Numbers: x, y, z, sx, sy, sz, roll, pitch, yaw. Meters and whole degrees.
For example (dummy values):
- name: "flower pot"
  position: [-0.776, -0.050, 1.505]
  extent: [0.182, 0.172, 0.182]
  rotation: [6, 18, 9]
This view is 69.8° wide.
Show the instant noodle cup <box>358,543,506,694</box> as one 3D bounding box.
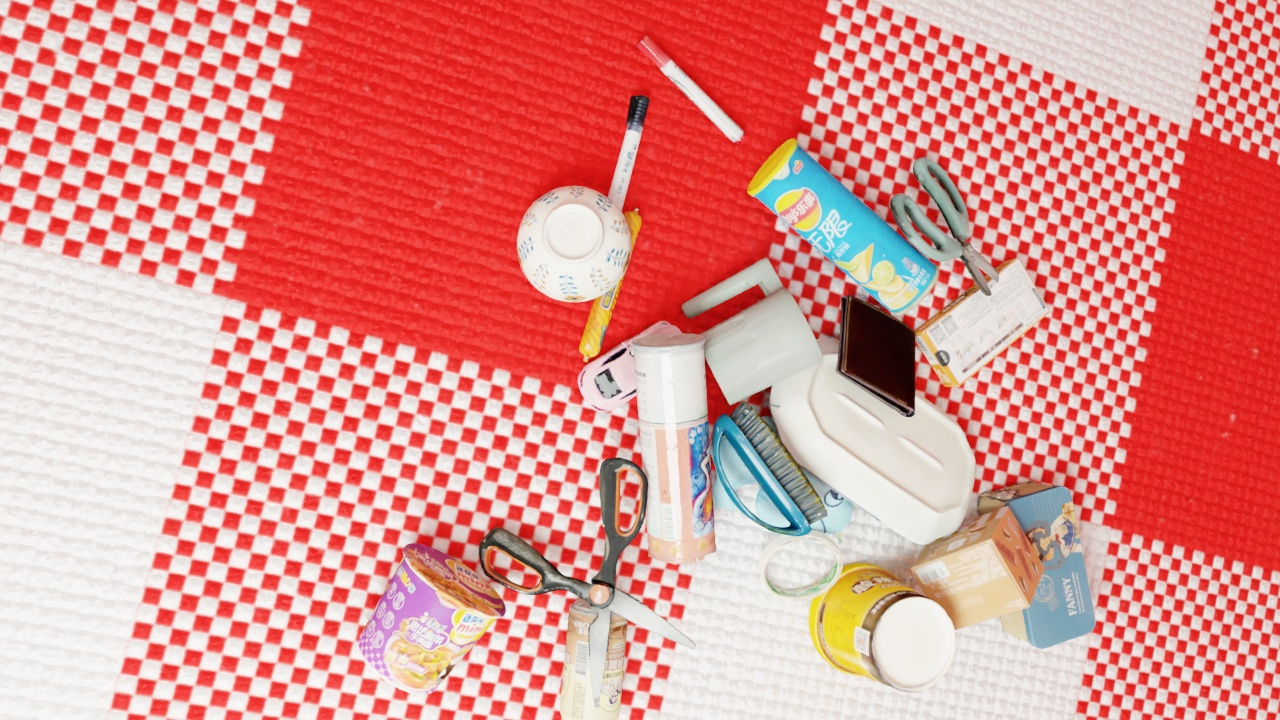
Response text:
- name: "instant noodle cup"
  position: [-0.194, 0.236, 0.828]
  extent: [0.111, 0.111, 0.099]
  rotation: [36, 89, -12]

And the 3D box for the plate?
- name: "plate"
  position: [0.255, 0.078, 0.959]
  extent: [0.265, 0.034, 0.161]
  rotation: [35, 60, -11]

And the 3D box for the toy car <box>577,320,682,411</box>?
- name: "toy car"
  position: [-0.005, 0.005, 0.917]
  extent: [0.122, 0.037, 0.056]
  rotation: [-32, 98, -15]

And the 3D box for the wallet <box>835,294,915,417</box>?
- name: "wallet"
  position: [0.248, -0.008, 0.960]
  extent: [0.096, 0.020, 0.122]
  rotation: [28, 44, -11]

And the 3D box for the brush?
- name: "brush"
  position: [0.118, 0.114, 0.898]
  extent: [0.073, 0.055, 0.144]
  rotation: [-37, 90, -6]

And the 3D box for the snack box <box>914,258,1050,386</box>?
- name: "snack box"
  position: [0.383, -0.043, 1.029]
  extent: [0.153, 0.026, 0.075]
  rotation: [-36, 97, -14]

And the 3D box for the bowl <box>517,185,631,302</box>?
- name: "bowl"
  position: [-0.063, -0.116, 0.879]
  extent: [0.113, 0.062, 0.113]
  rotation: [0, 86, -4]

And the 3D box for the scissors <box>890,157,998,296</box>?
- name: "scissors"
  position: [0.324, -0.134, 0.983]
  extent: [0.171, 0.019, 0.176]
  rotation: [-23, 85, -43]

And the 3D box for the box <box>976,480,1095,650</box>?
- name: "box"
  position: [0.440, 0.230, 1.021]
  extent: [0.089, 0.062, 0.184]
  rotation: [-15, 91, -15]

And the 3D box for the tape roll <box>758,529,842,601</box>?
- name: "tape roll"
  position: [0.166, 0.212, 0.948]
  extent: [0.086, 0.013, 0.086]
  rotation: [-2, 118, -4]

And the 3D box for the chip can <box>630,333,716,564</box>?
- name: "chip can"
  position: [0.033, 0.085, 0.888]
  extent: [0.071, 0.071, 0.215]
  rotation: [-7, 102, -16]

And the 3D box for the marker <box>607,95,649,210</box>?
- name: "marker"
  position: [-0.015, -0.207, 0.929]
  extent: [0.022, 0.018, 0.130]
  rotation: [17, 84, -13]

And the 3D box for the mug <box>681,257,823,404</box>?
- name: "mug"
  position: [0.109, -0.029, 0.922]
  extent: [0.103, 0.083, 0.124]
  rotation: [-28, 68, 4]

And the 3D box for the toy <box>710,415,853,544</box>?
- name: "toy"
  position: [0.156, 0.129, 0.952]
  extent: [0.161, 0.050, 0.156]
  rotation: [-26, 94, -11]

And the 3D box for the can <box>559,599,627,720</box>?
- name: "can"
  position: [-0.045, 0.294, 0.887]
  extent: [0.058, 0.058, 0.116]
  rotation: [5, 87, -15]

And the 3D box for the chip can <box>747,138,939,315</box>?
- name: "chip can"
  position: [0.214, -0.138, 0.961]
  extent: [0.210, 0.071, 0.071]
  rotation: [38, 79, -11]

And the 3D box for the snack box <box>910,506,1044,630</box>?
- name: "snack box"
  position: [0.352, 0.217, 0.956]
  extent: [0.094, 0.093, 0.077]
  rotation: [-25, 83, -55]

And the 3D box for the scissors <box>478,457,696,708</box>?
- name: "scissors"
  position: [-0.050, 0.201, 0.858]
  extent: [0.221, 0.021, 0.233]
  rotation: [8, 81, 13]

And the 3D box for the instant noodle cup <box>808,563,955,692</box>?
- name: "instant noodle cup"
  position: [0.250, 0.277, 0.940]
  extent: [0.118, 0.114, 0.118]
  rotation: [0, 88, -15]

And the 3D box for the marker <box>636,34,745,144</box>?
- name: "marker"
  position: [0.053, -0.279, 0.950]
  extent: [0.145, 0.017, 0.017]
  rotation: [42, 79, -11]

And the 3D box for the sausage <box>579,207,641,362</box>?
- name: "sausage"
  position: [-0.030, -0.077, 0.920]
  extent: [0.021, 0.021, 0.165]
  rotation: [20, 84, -14]
